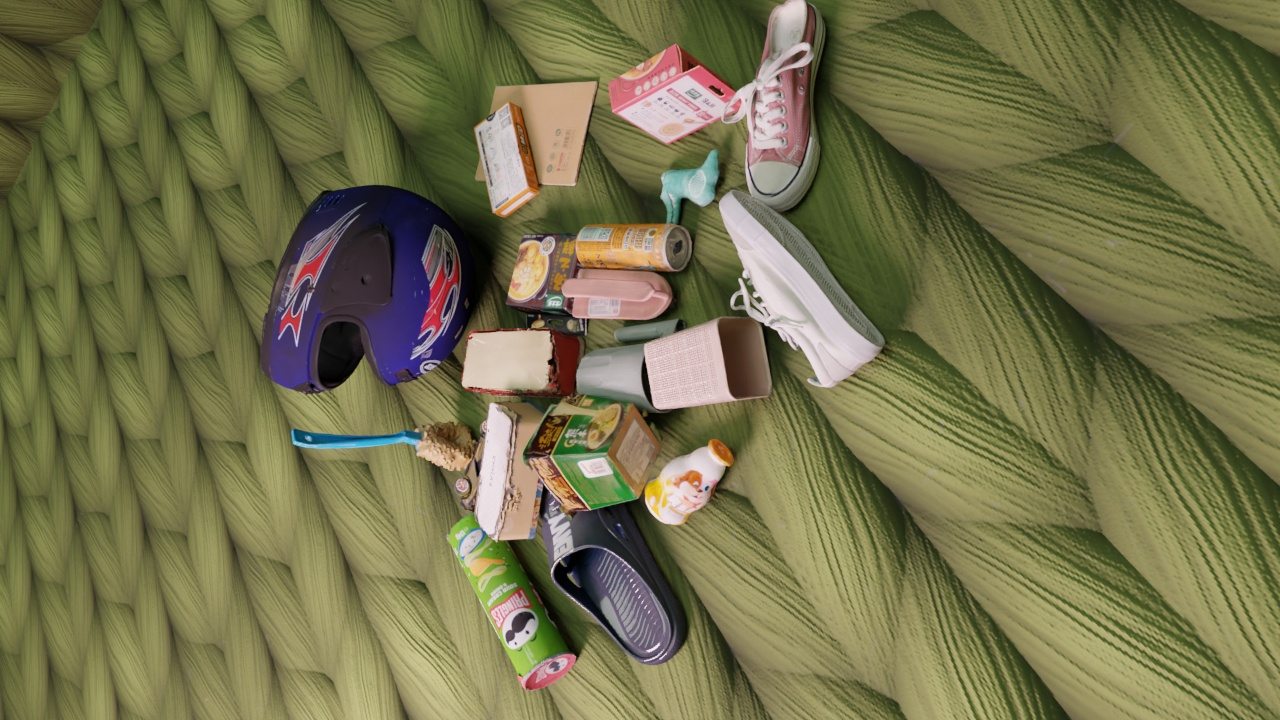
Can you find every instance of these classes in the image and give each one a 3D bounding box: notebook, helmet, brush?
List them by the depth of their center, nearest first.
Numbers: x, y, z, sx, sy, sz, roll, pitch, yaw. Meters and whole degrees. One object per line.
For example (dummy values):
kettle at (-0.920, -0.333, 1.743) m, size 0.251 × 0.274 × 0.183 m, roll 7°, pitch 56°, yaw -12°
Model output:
brush at (-0.024, -0.081, 1.129) m, size 0.146 × 0.073 × 0.063 m, roll 6°, pitch 84°, yaw 37°
brush at (-0.336, 0.110, 1.234) m, size 0.046 × 0.254 × 0.083 m, roll -61°, pitch 39°, yaw 33°
helmet at (-0.361, -0.083, 1.283) m, size 0.240 × 0.247 × 0.315 m, roll 19°, pitch 87°, yaw 4°
notebook at (-0.153, -0.326, 1.318) m, size 0.208 × 0.008 × 0.148 m, roll 11°, pitch 88°, yaw 39°

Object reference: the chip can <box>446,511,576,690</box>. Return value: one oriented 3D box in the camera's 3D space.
chip can at (-0.170, 0.300, 1.170) m, size 0.072 × 0.072 × 0.236 m, roll -51°, pitch 55°, yaw 19°

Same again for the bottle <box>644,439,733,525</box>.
bottle at (0.056, 0.134, 1.029) m, size 0.109 × 0.063 × 0.063 m, roll -46°, pitch 57°, yaw 23°

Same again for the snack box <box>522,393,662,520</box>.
snack box at (-0.047, 0.106, 1.053) m, size 0.106 × 0.118 × 0.117 m, roll -6°, pitch 41°, yaw 36°

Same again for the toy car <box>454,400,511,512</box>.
toy car at (-0.199, 0.129, 1.226) m, size 0.042 × 0.070 × 0.158 m, roll 24°, pitch 98°, yaw 20°

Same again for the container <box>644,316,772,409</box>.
container at (0.072, 0.007, 1.021) m, size 0.111 × 0.090 × 0.090 m, roll -15°, pitch 82°, yaw 39°

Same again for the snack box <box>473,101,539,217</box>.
snack box at (-0.193, -0.290, 1.320) m, size 0.075 × 0.026 × 0.153 m, roll -28°, pitch 66°, yaw 31°

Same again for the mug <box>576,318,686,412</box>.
mug at (-0.007, 0.006, 1.103) m, size 0.104 × 0.083 × 0.123 m, roll -6°, pitch 51°, yaw 39°

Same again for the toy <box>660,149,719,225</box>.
toy at (0.057, -0.207, 1.118) m, size 0.092 × 0.030 × 0.096 m, roll 9°, pitch 95°, yaw 44°

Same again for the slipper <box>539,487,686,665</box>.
slipper at (-0.049, 0.238, 1.082) m, size 0.111 × 0.083 × 0.268 m, roll -50°, pitch 57°, yaw 17°

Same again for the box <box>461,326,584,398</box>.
box at (-0.164, 0.005, 1.217) m, size 0.169 × 0.080 × 0.091 m, roll 0°, pitch 81°, yaw 39°

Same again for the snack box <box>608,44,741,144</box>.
snack box at (0.047, -0.318, 1.091) m, size 0.127 × 0.113 × 0.044 m, roll -18°, pitch 69°, yaw 34°

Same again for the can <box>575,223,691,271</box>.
can at (-0.010, -0.140, 1.137) m, size 0.146 × 0.058 × 0.058 m, roll 7°, pitch 86°, yaw 39°

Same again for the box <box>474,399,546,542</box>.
box at (-0.162, 0.133, 1.162) m, size 0.090 × 0.059 × 0.184 m, roll 31°, pitch 112°, yaw 56°

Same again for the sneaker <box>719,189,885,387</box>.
sneaker at (0.152, -0.075, 0.981) m, size 0.091 × 0.089 × 0.242 m, roll -48°, pitch 65°, yaw 29°

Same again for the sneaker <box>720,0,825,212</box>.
sneaker at (0.150, -0.290, 1.019) m, size 0.118 × 0.087 × 0.241 m, roll 7°, pitch 88°, yaw 39°

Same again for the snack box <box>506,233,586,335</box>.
snack box at (-0.116, -0.103, 1.223) m, size 0.113 × 0.053 × 0.125 m, roll 6°, pitch 80°, yaw 39°
